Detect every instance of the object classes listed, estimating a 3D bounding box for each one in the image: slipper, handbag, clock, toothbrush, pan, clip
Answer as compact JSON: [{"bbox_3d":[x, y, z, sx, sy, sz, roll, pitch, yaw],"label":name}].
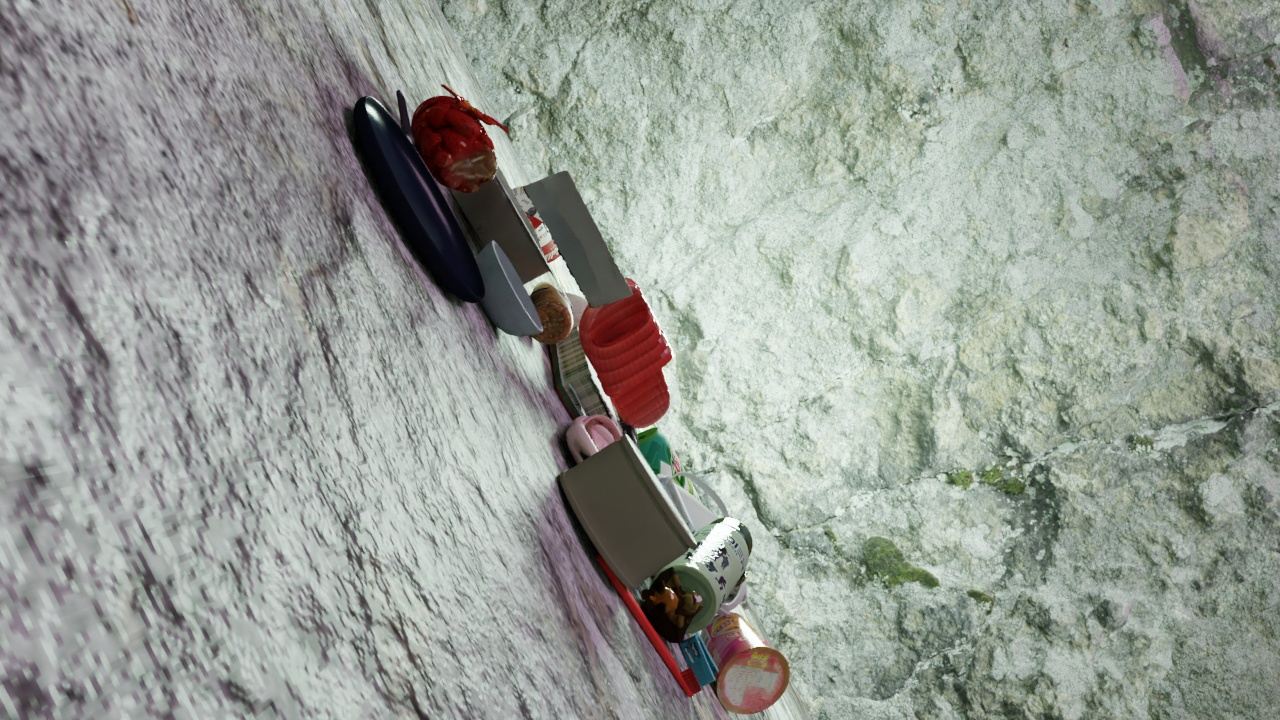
[{"bbox_3d":[-0.041,0.105,1.042,0.107,0.056,0.221,60,2,7],"label":"slipper"},{"bbox_3d":[0.089,0.264,1.243,0.216,0.096,0.222,41,11,-26],"label":"handbag"},{"bbox_3d":[-0.027,0.111,1.291,0.122,0.044,0.091,-108,-170,-68],"label":"clock"},{"bbox_3d":[-0.007,0.007,1.157,0.059,0.103,0.249,46,-19,43],"label":"slipper"},{"bbox_3d":[0.012,0.256,0.882,0.212,0.018,0.012,61,2,-29],"label":"toothbrush"},{"bbox_3d":[-0.217,-0.185,0.869,0.199,0.021,0.356,61,3,-41],"label":"pan"},{"bbox_3d":[0.052,0.315,1.055,0.119,0.027,0.102,63,0,15],"label":"clip"}]

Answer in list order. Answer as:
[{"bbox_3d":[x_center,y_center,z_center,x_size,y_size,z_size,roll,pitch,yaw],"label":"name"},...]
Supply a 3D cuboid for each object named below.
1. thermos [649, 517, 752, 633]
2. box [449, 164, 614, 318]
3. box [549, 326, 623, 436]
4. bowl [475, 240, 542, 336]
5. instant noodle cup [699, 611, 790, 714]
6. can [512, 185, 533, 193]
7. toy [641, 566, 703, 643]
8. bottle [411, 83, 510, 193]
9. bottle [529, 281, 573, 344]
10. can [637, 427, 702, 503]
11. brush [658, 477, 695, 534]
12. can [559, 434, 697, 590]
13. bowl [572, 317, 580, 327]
[{"bbox_3d":[0.081,0.246,1.076,0.082,0.082,0.231,62,18,4],"label":"thermos"},{"bbox_3d":[-0.156,-0.167,1.135,0.166,0.098,0.368,61,-4,-29],"label":"box"},{"bbox_3d":[-0.074,0.037,1.231,0.205,0.051,0.118,-111,177,-67],"label":"box"},{"bbox_3d":[-0.143,-0.068,0.946,0.106,0.039,0.106,62,2,-4],"label":"bowl"},{"bbox_3d":[0.127,0.383,1.186,0.098,0.097,0.108,62,-5,-22],"label":"instant noodle cup"},{"bbox_3d":[-0.177,-0.219,1.497,0.086,0.086,0.116,63,2,23],"label":"can"},{"bbox_3d":[0.028,0.242,0.916,0.100,0.063,0.076,49,32,-58],"label":"toy"},{"bbox_3d":[-0.204,-0.246,1.017,0.111,0.099,0.099,58,-2,43],"label":"bottle"},{"bbox_3d":[-0.124,-0.071,1.216,0.059,0.059,0.166,62,1,-20],"label":"bottle"},{"bbox_3d":[0.028,0.181,1.391,0.144,0.083,0.083,62,2,-6],"label":"can"},{"bbox_3d":[0.010,0.174,1.142,0.055,0.075,0.135,61,3,-46],"label":"brush"},{"bbox_3d":[-0.011,0.140,0.858,0.128,0.073,0.128,57,-1,1],"label":"can"},{"bbox_3d":[-0.089,-0.039,1.431,0.178,0.081,0.178,62,0,-1],"label":"bowl"}]
